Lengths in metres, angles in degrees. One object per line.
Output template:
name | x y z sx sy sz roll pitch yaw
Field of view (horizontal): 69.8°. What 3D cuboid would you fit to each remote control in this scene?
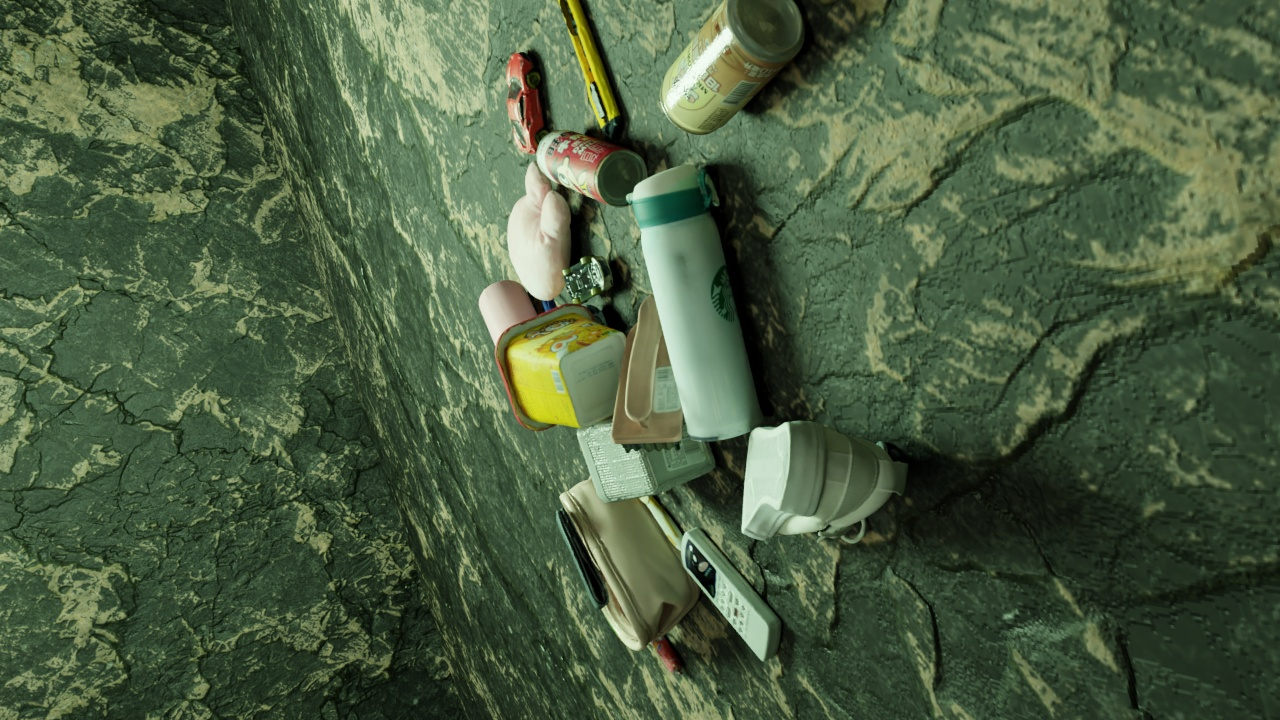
remote control | 0.089 0.235 0.932 0.150 0.021 0.058 44 144 43

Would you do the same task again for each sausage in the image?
sausage | 0.010 0.337 1.164 0.156 0.020 0.020 48 146 41

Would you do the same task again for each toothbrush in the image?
toothbrush | 0.004 0.144 1.048 0.191 0.016 0.018 52 140 36

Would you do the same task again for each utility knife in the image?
utility knife | -0.049 -0.278 0.856 0.033 0.015 0.153 -23 86 62

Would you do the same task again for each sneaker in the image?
sneaker | 0.132 0.093 0.696 0.242 0.091 0.089 104 174 -77

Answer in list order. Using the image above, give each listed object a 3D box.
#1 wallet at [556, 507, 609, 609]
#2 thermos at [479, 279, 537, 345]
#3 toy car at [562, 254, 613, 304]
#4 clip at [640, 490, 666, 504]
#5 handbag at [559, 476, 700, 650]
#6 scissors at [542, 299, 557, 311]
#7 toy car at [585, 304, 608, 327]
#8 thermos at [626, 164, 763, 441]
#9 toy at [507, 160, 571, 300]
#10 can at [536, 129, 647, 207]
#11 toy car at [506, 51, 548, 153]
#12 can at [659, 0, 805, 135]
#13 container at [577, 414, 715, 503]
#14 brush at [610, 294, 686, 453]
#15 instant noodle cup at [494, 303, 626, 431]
wallet | -0.069 0.230 1.059 0.121 0.019 0.097 63 167 13
thermos | -0.139 -0.011 1.145 0.087 0.067 0.198 42 -167 -49
toy car | -0.054 -0.087 0.976 0.091 0.035 0.042 -18 93 65
clip | -0.025 0.121 1.027 0.035 0.084 0.104 100 153 -46
handbag | -0.022 0.260 1.109 0.193 0.093 0.235 56 156 31
scissors | -0.091 -0.019 1.098 0.163 0.012 0.175 98 153 -58
toy car | -0.046 -0.012 1.016 0.049 0.031 0.106 25 131 61
thermos | 0.048 -0.049 0.766 0.073 0.073 0.224 5 111 63
toy | -0.111 -0.143 1.030 0.121 0.054 0.160 61 151 24
can | -0.050 -0.186 0.877 0.133 0.053 0.053 34 136 52
toy car | -0.126 -0.279 0.996 0.049 0.031 0.106 30 131 53
can | 0.061 -0.206 0.636 0.116 0.058 0.058 -30 81 65
container | 0.007 0.087 0.916 0.114 0.090 0.090 -20 90 62
brush | 0.011 0.011 0.834 0.073 0.063 0.145 68 -157 -50
instant noodle cup | -0.067 0.011 0.917 0.124 0.116 0.116 12 123 59
